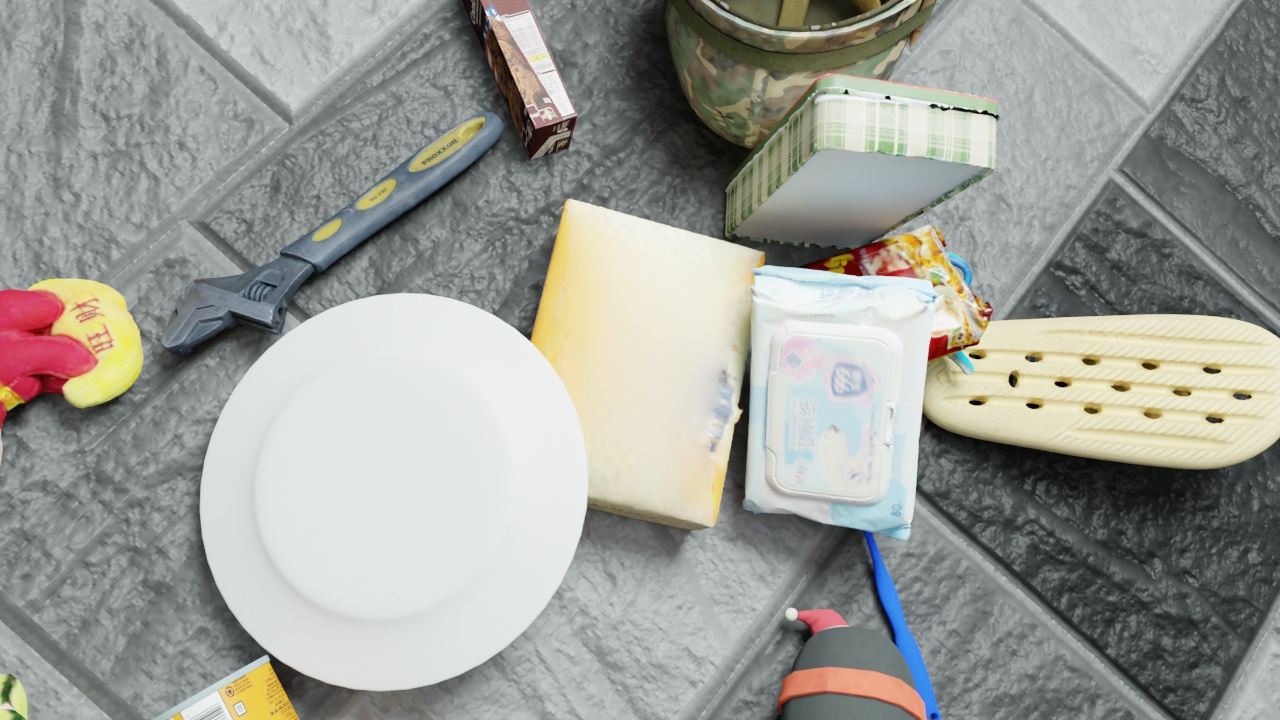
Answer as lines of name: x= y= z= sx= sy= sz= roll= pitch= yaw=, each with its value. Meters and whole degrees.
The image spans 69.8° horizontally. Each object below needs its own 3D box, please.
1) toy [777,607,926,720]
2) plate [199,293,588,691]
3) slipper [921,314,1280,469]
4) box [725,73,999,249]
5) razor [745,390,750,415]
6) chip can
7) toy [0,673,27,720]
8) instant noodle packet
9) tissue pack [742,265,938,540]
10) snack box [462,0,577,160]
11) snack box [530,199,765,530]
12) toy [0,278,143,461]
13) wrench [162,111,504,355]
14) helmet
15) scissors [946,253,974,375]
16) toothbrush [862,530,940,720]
toy: x=0.138 y=0.223 z=0.596 sx=0.098 sy=0.100 sz=0.119 roll=-10 pitch=46 yaw=28
plate: x=-0.153 y=0.074 z=0.557 sx=0.242 sy=0.016 sz=0.242 roll=-1 pitch=78 yaw=4
slipper: x=0.337 y=0.025 z=0.688 sx=0.261 sy=0.079 sz=0.111 roll=3 pitch=76 yaw=9
box: x=0.135 y=-0.123 z=0.611 sx=0.117 sy=0.206 sz=0.050 roll=3 pitch=83 yaw=-8
razor: x=0.134 y=0.041 z=0.662 sx=0.116 sy=0.047 sz=0.088 roll=12 pitch=76 yaw=0
chip can: x=-0.198 y=0.284 z=0.523 sx=0.075 sy=0.075 sz=0.215 roll=-29 pitch=85 yaw=-16
toy: x=-0.374 y=0.234 z=0.499 sx=0.046 sy=0.092 sz=0.115 roll=37 pitch=80 yaw=-40
instant noodle packet: x=0.167 y=-0.038 z=0.650 sx=0.135 sy=0.040 sz=0.098 roll=-18 pitch=63 yaw=5
tissue pack: x=0.125 y=0.030 z=0.591 sx=0.112 sy=0.069 sz=0.182 roll=5 pitch=111 yaw=15
snack box: x=-0.090 y=-0.223 z=0.668 sx=0.031 sy=0.051 sz=0.141 roll=-21 pitch=83 yaw=-15
snack box: x=-0.004 y=0.004 z=0.619 sx=0.145 sy=0.081 sz=0.195 roll=14 pitch=75 yaw=-7
toy: x=-0.378 y=0.001 z=0.559 sx=0.105 sy=0.067 sz=0.137 roll=43 pitch=66 yaw=5
wrench: x=-0.201 y=-0.090 z=0.625 sx=0.073 sy=0.022 sz=0.272 roll=37 pitch=68 yaw=28
helmet: x=0.106 y=-0.271 z=0.626 sx=0.193 sy=0.237 sz=0.223 roll=15 pitch=59 yaw=7
scissors: x=0.210 y=-0.043 z=0.685 sx=0.134 sy=0.012 sz=0.134 roll=-24 pitch=57 yaw=-21
toothbrush: x=0.178 y=0.175 z=0.654 sx=0.016 sy=0.018 sz=0.182 roll=-17 pitch=84 yaw=-14
